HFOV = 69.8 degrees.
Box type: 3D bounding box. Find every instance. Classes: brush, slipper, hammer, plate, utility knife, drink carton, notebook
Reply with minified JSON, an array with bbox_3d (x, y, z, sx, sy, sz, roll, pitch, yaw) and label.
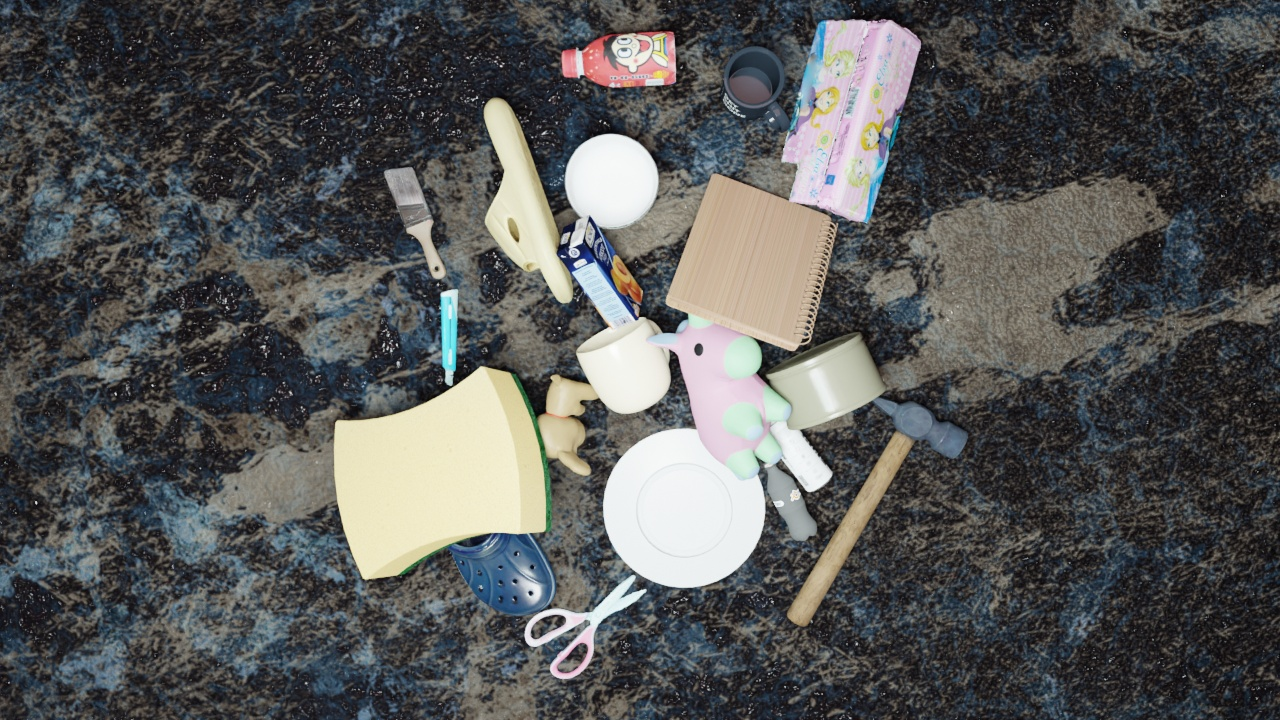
[{"bbox_3d":[-0.282,-0.175,1.165,0.039,0.012,0.151,-20,94,3],"label":"brush"},{"bbox_3d":[-0.154,-0.187,1.111,0.079,0.111,0.261,-18,90,1],"label":"slipper"},{"bbox_3d":[0.275,0.197,1.165,0.129,0.040,0.322,29,96,4],"label":"hammer"},{"bbox_3d":[0.056,0.192,1.181,0.208,0.015,0.208,0,95,2],"label":"plate"},{"bbox_3d":[-0.239,0.136,1.095,0.251,0.075,0.195,-20,76,19],"label":"brush"},{"bbox_3d":[-0.243,-0.029,1.175,0.022,0.015,0.124,-4,97,-28],"label":"utility knife"},{"bbox_3d":[-0.048,-0.106,1.107,0.040,0.064,0.130,-22,124,22],"label":"drink carton"},{"bbox_3d":[-0.204,0.218,1.156,0.105,0.095,0.253,-31,89,2],"label":"slipper"},{"bbox_3d":[0.138,-0.119,1.085,0.169,0.022,0.209,21,55,0],"label":"notebook"}]

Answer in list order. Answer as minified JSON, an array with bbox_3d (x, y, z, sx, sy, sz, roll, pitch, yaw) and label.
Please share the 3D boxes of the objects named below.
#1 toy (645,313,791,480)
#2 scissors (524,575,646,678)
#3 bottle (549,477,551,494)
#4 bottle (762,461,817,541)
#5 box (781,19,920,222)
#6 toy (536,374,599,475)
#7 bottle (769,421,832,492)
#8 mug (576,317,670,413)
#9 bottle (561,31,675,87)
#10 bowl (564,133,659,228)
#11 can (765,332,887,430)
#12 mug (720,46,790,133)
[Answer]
[{"bbox_3d":[0.098,0.041,1.106,0.119,0.223,0.171,-28,51,-27],"label":"toy"},{"bbox_3d":[-0.075,0.328,1.198,0.105,0.016,0.179,42,95,-1],"label":"scissors"},{"bbox_3d":[-0.164,0.130,1.172,0.130,0.040,0.040,42,95,-2],"label":"bottle"},{"bbox_3d":[0.187,0.175,1.164,0.036,0.036,0.110,-28,93,4],"label":"bottle"},{"bbox_3d":[0.251,-0.295,1.127,0.086,0.106,0.230,10,97,-43],"label":"box"},{"bbox_3d":[-0.102,0.075,1.137,0.134,0.105,0.108,14,85,23],"label":"toy"},{"bbox_3d":[0.192,0.110,1.156,0.041,0.041,0.116,-38,92,4],"label":"bottle"},{"bbox_3d":[-0.007,0.007,1.134,0.119,0.096,0.100,-36,107,-35],"label":"mug"},{"bbox_3d":[-0.026,-0.365,1.116,0.137,0.062,0.062,-3,94,1],"label":"bottle"},{"bbox_3d":[-0.033,-0.216,1.127,0.113,0.063,0.113,0,95,3],"label":"bowl"},{"bbox_3d":[0.222,0.024,1.105,0.128,0.127,0.073,-25,91,4],"label":"can"},{"bbox_3d":[0.144,-0.319,1.104,0.071,0.077,0.105,-38,92,4],"label":"mug"}]
